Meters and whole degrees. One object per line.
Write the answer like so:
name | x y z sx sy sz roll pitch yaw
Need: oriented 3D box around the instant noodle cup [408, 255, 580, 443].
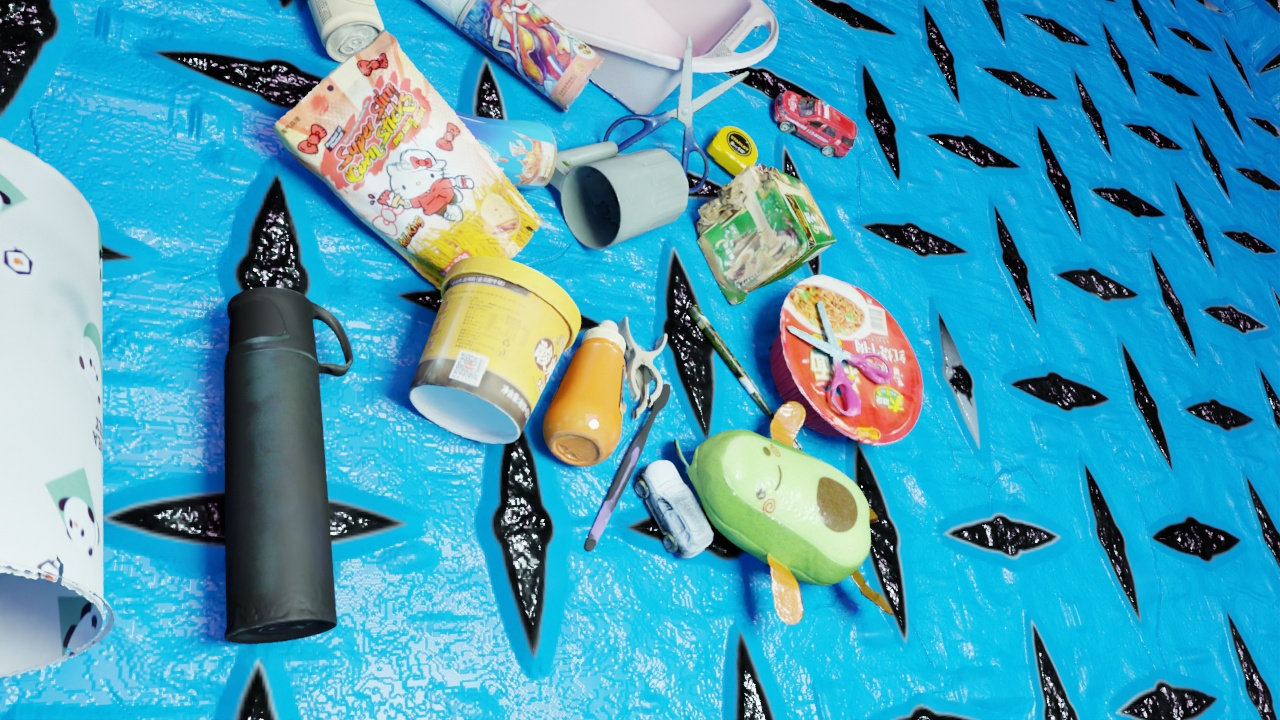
instant noodle cup | -0.121 -0.004 0.739 0.118 0.119 0.114 29 60 -17

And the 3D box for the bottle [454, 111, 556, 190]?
bottle | -0.185 -0.199 0.833 0.218 0.065 0.065 2 64 -32

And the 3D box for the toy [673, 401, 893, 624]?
toy | 0.143 0.137 0.847 0.246 0.090 0.226 27 46 -23

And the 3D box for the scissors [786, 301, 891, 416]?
scissors | 0.206 -0.003 0.929 0.133 0.017 0.133 3 60 -29

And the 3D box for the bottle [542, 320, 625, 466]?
bottle | -0.041 0.021 0.812 0.066 0.067 0.149 29 45 -17

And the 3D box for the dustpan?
dustpan | 0.011 -0.401 1.026 0.273 0.139 0.221 39 51 -10

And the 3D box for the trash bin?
trash bin | -0.396 0.022 0.479 0.229 0.230 0.251 6 57 -31

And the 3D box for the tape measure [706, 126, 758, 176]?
tape measure | 0.107 -0.244 1.073 0.060 0.029 0.057 36 52 -11

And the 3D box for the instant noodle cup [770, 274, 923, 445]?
instant noodle cup | 0.208 0.008 0.976 0.193 0.066 0.193 15 59 -26

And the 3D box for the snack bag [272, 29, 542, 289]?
snack bag | -0.189 -0.156 0.775 0.128 0.073 0.208 -42 109 1

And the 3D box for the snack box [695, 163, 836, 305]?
snack box | 0.143 -0.138 0.992 0.105 0.118 0.117 -10 70 -47

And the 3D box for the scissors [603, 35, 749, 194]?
scissors | 0.039 -0.253 0.973 0.162 0.176 0.012 -10 35 1

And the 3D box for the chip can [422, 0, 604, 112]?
chip can | -0.142 -0.348 0.941 0.214 0.071 0.071 36 51 -13

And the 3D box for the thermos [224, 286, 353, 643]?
thermos | -0.243 0.067 0.643 0.089 0.069 0.242 2 64 -27

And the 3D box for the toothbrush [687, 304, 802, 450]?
toothbrush | 0.107 0.019 0.935 0.012 0.017 0.186 -36 86 -4

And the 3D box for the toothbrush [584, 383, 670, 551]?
toothbrush | -0.010 0.093 0.824 0.014 0.017 0.188 29 55 -2

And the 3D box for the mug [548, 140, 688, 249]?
mug | -0.027 -0.176 0.921 0.103 0.084 0.124 -26 61 -40

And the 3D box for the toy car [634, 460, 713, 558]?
toy car | 0.031 0.130 0.814 0.042 0.034 0.090 -21 76 -35

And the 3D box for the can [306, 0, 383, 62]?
can | -0.281 -0.340 0.853 0.058 0.059 0.116 -12 72 -37

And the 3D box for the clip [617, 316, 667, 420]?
clip | -0.001 0.007 0.864 0.070 0.035 0.099 21 47 -22

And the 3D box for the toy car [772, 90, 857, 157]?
toy car | 0.225 -0.306 1.175 0.120 0.045 0.052 20 54 -21
